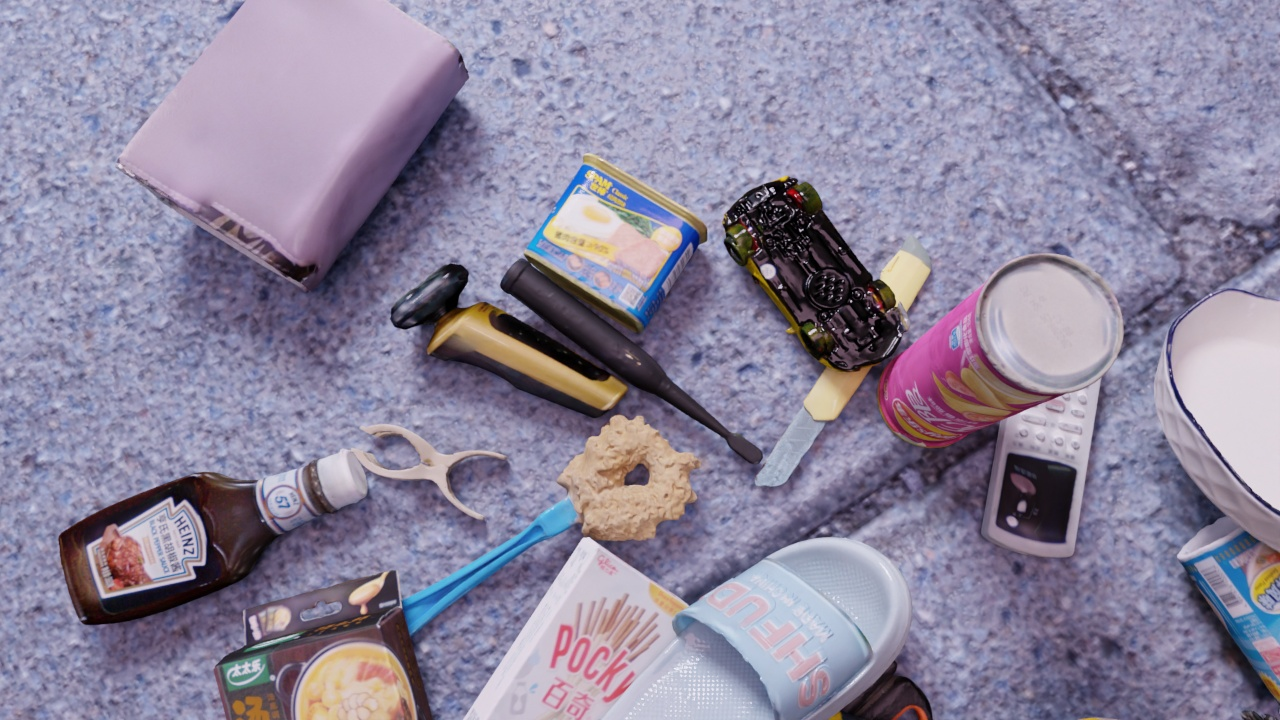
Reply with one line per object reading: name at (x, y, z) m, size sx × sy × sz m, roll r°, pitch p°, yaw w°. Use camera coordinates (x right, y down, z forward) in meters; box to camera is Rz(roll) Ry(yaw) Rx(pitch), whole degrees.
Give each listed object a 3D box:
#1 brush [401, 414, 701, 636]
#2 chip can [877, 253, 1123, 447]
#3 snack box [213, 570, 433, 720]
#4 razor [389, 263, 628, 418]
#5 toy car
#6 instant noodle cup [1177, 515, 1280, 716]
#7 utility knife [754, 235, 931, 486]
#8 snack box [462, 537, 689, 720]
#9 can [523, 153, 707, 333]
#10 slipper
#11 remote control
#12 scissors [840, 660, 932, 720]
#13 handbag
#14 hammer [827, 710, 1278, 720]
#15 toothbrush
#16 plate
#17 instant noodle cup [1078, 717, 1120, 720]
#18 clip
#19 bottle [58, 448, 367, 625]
brush at (-0.076, 0.122, 0.611) m, size 0.254 × 0.046 × 0.083 m, roll -32°, pitch 83°, yaw 0°
chip can at (0.195, 0.003, 0.532) m, size 0.071 × 0.211 × 0.071 m, roll 0°, pitch 78°, yaw 2°
snack box at (-0.197, 0.211, 0.580) m, size 0.113 × 0.053 × 0.125 m, roll -16°, pitch 90°, yaw 6°
razor at (-0.087, -0.011, 0.627) m, size 0.167 × 0.062 × 0.068 m, roll 27°, pitch 115°, yaw 2°
toy car at (0.117, -0.058, 0.633) m, size 0.071 × 0.041 × 0.156 m, roll -34°, pitch 75°, yaw -5°
instant noodle cup at (0.396, 0.146, 0.560) m, size 0.099 × 0.099 × 0.110 m, roll -33°, pitch 72°, yaw -5°
utility knife at (0.143, 0.002, 0.632) m, size 0.031 × 0.022 × 0.210 m, roll 33°, pitch 75°, yaw 11°
snack box at (-0.043, 0.200, 0.578) m, size 0.084 × 0.027 × 0.156 m, roll 37°, pitch 82°, yaw -22°
can at (-0.018, -0.080, 0.637) m, size 0.102 × 0.057 × 0.083 m, roll 32°, pitch 84°, yaw 8°
slipper at (0.051, 0.188, 0.547) m, size 0.245 × 0.074 × 0.104 m, roll -39°, pitch 45°, yaw -12°
remote control at (0.270, 0.055, 0.615) m, size 0.058 × 0.021 × 0.150 m, roll 13°, pitch 79°, yaw 5°
scissors at (0.075, 0.261, 0.578) m, size 0.235 × 0.022 × 0.142 m, roll -21°, pitch 86°, yaw -5°
handbag at (-0.232, -0.163, 0.640) m, size 0.145 × 0.098 × 0.196 m, roll 32°, pitch 80°, yaw 10°
hammer at (0.265, 0.257, 0.559) m, size 0.323 × 0.032 × 0.126 m, roll 11°, pitch 78°, yaw 0°
toothbrush at (-0.004, 0.004, 0.623) m, size 0.212 × 0.027 × 0.026 m, roll 37°, pitch 83°, yaw 1°
plate at (0.409, 0.045, 0.560) m, size 0.205 × 0.046 × 0.204 m, roll 6°, pitch 51°, yaw -8°
instant noodle cup at (0.273, 0.256, 0.486) m, size 0.138 × 0.110 × 0.138 m, roll 1°, pitch 78°, yaw -3°
clip at (-0.144, 0.070, 0.624) m, size 0.100 × 0.035 × 0.071 m, roll 21°, pitch 79°, yaw 1°
bottle at (-0.282, 0.111, 0.615) m, size 0.195 × 0.044 × 0.080 m, roll -21°, pitch 79°, yaw -3°
